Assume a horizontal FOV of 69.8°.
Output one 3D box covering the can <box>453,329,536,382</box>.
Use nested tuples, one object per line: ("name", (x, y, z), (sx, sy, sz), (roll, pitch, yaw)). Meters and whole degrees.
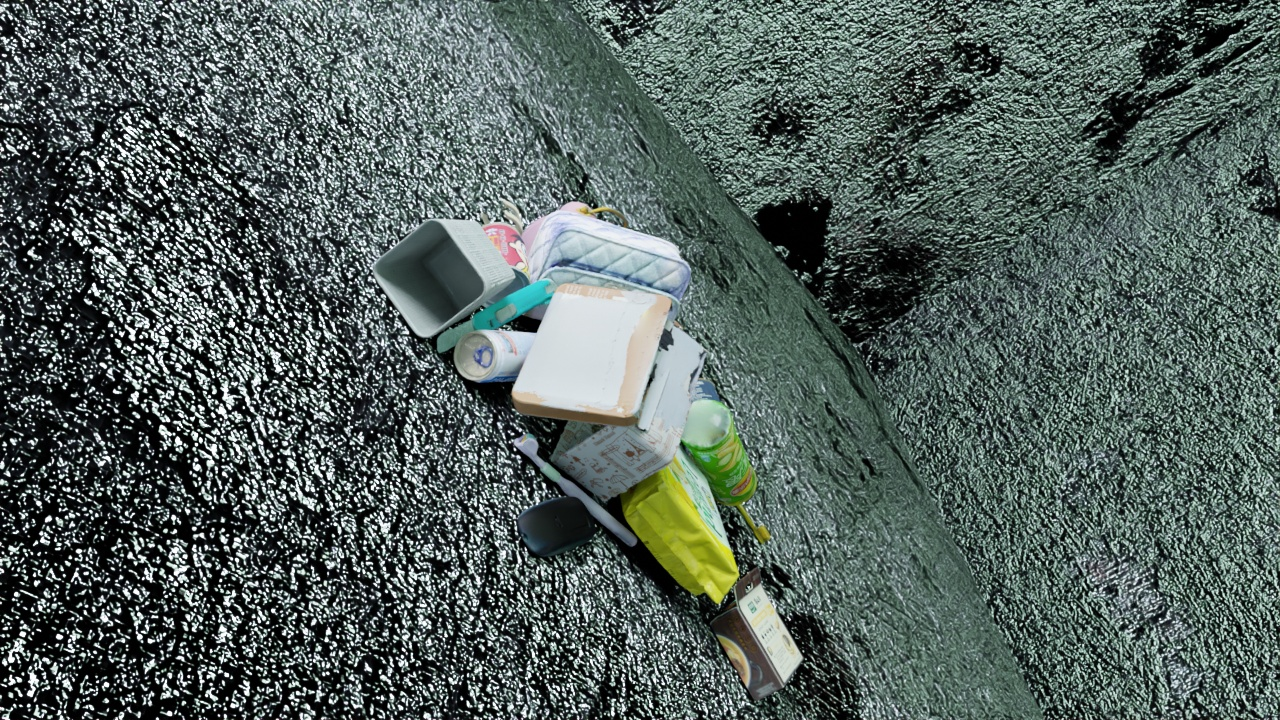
("can", (-0.139, -0.004, 0.965), (0.053, 0.053, 0.134), (59, 18, 12))

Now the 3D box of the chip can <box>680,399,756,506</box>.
("chip can", (0.105, 0.126, 1.233), (0.221, 0.072, 0.072), (61, 5, -58))

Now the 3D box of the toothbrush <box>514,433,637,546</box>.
("toothbrush", (-0.063, 0.140, 0.964), (0.189, 0.029, 0.021), (47, 60, -28))

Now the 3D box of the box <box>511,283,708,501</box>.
("box", (-0.042, 0.016, 0.968), (0.178, 0.153, 0.181), (37, 44, -15))

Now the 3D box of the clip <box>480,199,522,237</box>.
("clip", (-0.155, -0.171, 1.199), (0.104, 0.084, 0.034), (28, 31, -34))

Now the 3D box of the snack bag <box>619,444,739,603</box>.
("snack bag", (0.030, 0.157, 1.074), (0.158, 0.068, 0.246), (52, 9, -23))

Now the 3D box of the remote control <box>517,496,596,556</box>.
("remote control", (-0.074, 0.158, 0.892), (0.053, 0.024, 0.136), (60, 18, 12))

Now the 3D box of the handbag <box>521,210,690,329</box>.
("handbag", (-0.044, -0.095, 1.120), (0.193, 0.134, 0.075), (13, 29, -24))

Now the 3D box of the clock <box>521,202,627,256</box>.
("clock", (-0.087, -0.145, 1.175), (0.117, 0.159, 0.059), (28, 40, -49))

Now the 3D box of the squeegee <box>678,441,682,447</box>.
("squeegee", (-0.007, 0.007, 1.240), (0.246, 0.039, 0.246), (65, 3, -65))

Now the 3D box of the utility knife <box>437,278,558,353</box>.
("utility knife", (-0.147, -0.050, 0.983), (0.207, 0.013, 0.029), (-36, 109, -50))

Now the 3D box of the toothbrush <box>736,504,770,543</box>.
("toothbrush", (0.138, 0.194, 1.386), (0.190, 0.017, 0.015), (56, 17, 1))

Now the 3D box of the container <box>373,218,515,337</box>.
("container", (-0.191, -0.088, 0.927), (0.090, 0.090, 0.114), (55, 15, -3))

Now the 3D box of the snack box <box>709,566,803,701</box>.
("snack box", (0.139, 0.324, 1.098), (0.125, 0.053, 0.113), (59, 18, 12))

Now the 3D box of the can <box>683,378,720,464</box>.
("can", (0.091, 0.092, 1.353), (0.075, 0.075, 0.111), (36, 27, -46))

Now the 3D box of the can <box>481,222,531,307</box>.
("can", (-0.164, -0.111, 1.070), (0.066, 0.067, 0.093), (41, 23, -38))
